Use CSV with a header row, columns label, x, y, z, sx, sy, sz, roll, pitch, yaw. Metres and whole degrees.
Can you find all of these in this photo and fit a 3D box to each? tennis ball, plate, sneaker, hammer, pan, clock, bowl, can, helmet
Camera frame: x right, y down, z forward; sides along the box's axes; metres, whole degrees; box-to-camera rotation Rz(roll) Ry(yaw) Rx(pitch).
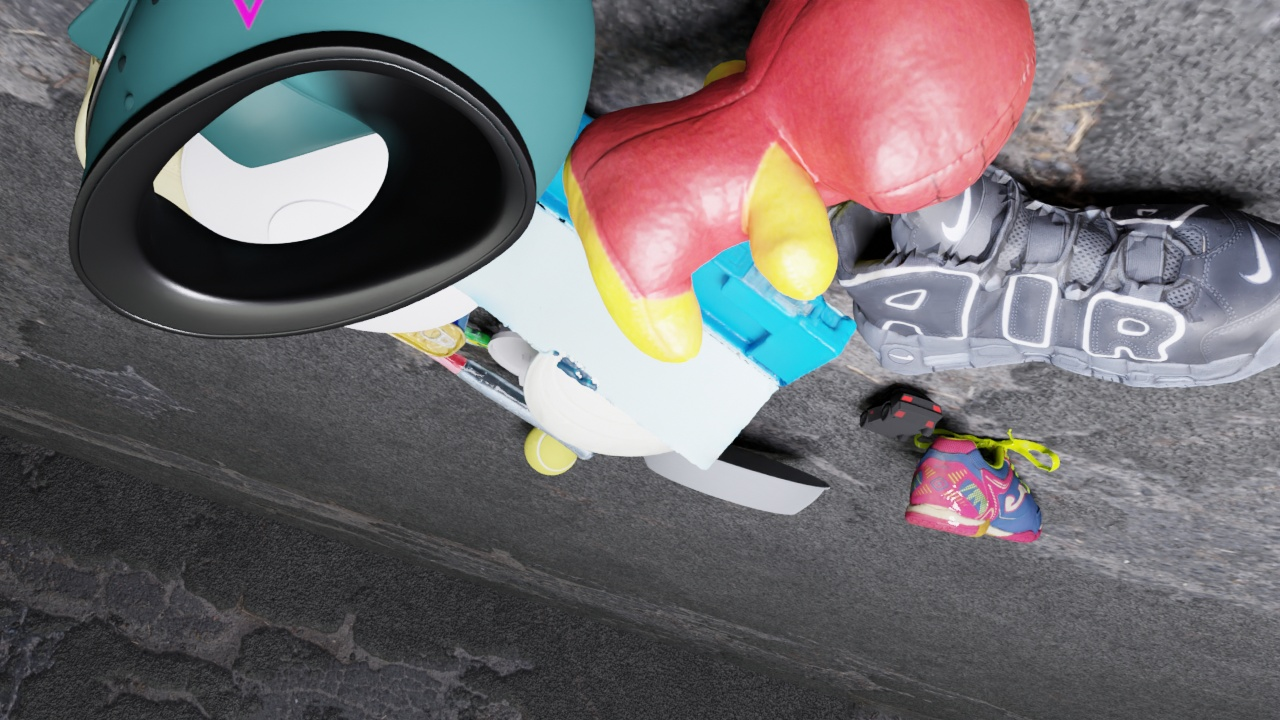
label,x,y,z,sx,sy,sz,roll,pitch,yaw
tennis ball,-0.107,0.105,1.103,0.065,0.065,0.065,15,157,7
plate,-0.214,-0.087,0.652,0.229,0.030,0.230,5,140,4
sneaker,0.201,-0.061,0.478,0.253,0.097,0.150,1,155,47
hammer,-0.181,0.007,0.914,0.326,0.036,0.141,34,161,-17
pan,0.016,0.079,0.933,0.357,0.051,0.200,18,-179,16
clock,-0.071,-0.019,0.811,0.120,0.061,0.160,27,156,-20
sneaker,0.315,0.112,0.822,0.116,0.091,0.241,7,174,36
bowl,-0.004,0.004,0.741,0.176,0.057,0.177,-1,140,-1
can,-0.198,-0.053,0.813,0.099,0.058,0.054,32,136,-27
helmet,-0.152,-0.136,0.427,0.275,0.199,0.176,-20,144,23

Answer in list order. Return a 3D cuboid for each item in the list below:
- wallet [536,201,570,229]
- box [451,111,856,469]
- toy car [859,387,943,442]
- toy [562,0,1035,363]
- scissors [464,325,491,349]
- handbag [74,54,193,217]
label,x,y,z,sx,sy,sz,roll,pitch,yaw
wallet,-0.038,-0.081,0.697,0.121,0.026,0.099,11,158,16
box,0.000,-0.054,0.605,0.243,0.070,0.171,37,133,-3
toy car,0.218,0.044,0.776,0.042,0.036,0.092,19,167,-6
toy,0.064,-0.100,0.402,0.217,0.147,0.098,-32,148,18
scissors,-0.153,-0.017,0.912,0.130,0.011,0.125,17,172,36
handbag,-0.296,-0.143,0.690,0.232,0.088,0.191,29,139,-24
